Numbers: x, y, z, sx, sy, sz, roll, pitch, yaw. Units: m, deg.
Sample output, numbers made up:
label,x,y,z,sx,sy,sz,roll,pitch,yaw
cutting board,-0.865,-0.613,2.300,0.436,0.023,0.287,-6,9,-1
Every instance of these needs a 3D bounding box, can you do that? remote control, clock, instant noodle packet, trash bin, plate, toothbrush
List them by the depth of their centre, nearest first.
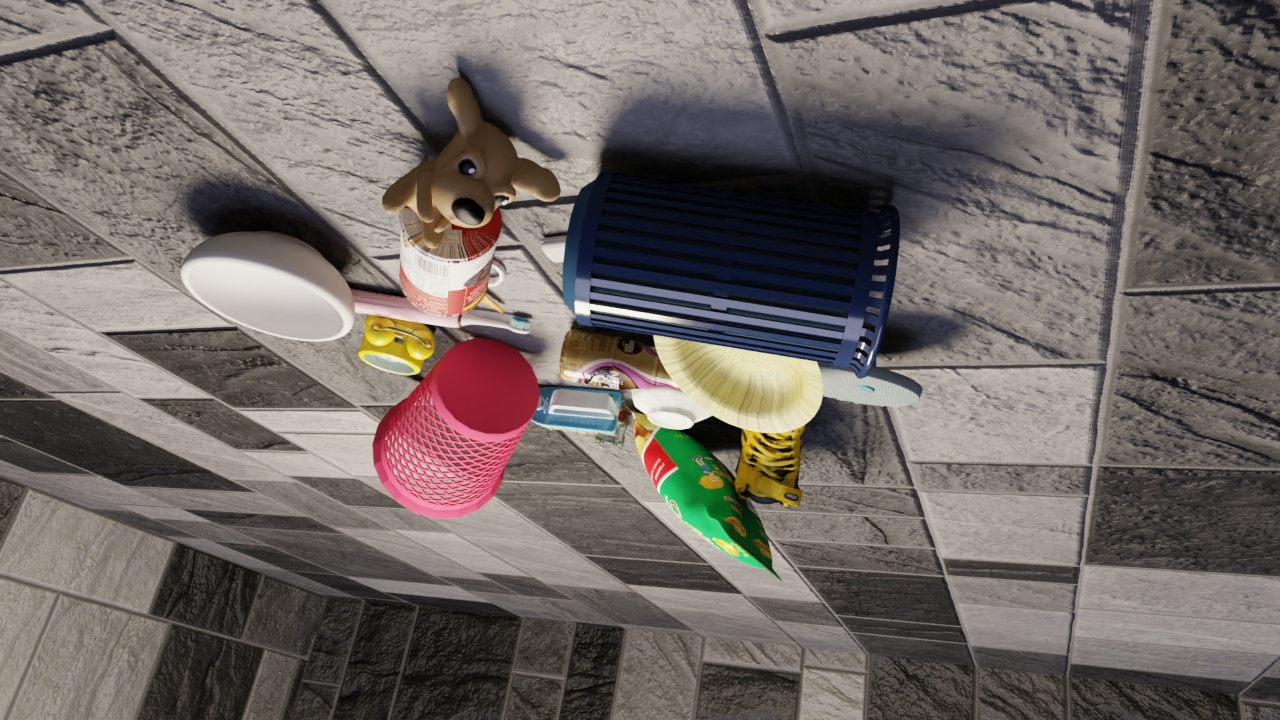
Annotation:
label,x,y,z,sx,sy,sz,roll,pitch,yaw
trash bin,0.069,-0.074,0.749,0.249,0.139,0.139,9,155,6
remote control,-0.031,-0.108,0.860,0.131,0.012,0.033,-2,152,25
plate,0.102,-0.008,0.916,0.184,0.036,0.185,24,141,20
toothbrush,-0.234,-0.054,1.041,0.222,0.027,0.027,9,122,2
clock,-0.288,-0.024,1.085,0.083,0.057,0.119,20,160,-19
instant noodle packet,0.082,0.174,1.215,0.090,0.252,0.195,-42,142,2

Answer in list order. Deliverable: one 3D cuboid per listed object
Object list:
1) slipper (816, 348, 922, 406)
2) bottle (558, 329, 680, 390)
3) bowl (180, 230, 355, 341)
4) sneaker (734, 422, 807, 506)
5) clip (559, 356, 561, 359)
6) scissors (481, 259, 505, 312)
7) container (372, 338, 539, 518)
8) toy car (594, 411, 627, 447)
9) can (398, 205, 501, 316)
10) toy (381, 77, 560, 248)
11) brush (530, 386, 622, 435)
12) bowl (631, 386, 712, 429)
label,x,y,z,sx,sy,sz,roll,pitch,yaw
slipper,0.166,-0.005,0.975,0.269,0.054,0.098,13,160,22
bottle,-0.006,0.006,1.036,0.166,0.059,0.060,10,155,3
bowl,-0.386,-0.089,0.976,0.176,0.066,0.177,9,155,4
sneaker,0.160,0.103,1.107,0.086,0.122,0.239,5,156,7
clip,-0.056,0.005,1.101,0.078,0.023,0.050,-5,150,25
scissors,-0.182,-0.083,0.974,0.128,0.011,0.125,-8,149,35
container,-0.225,0.078,1.167,0.183,0.182,0.226,19,147,-18
toy car,-0.039,0.091,1.261,0.042,0.036,0.091,10,156,2
can,-0.176,-0.103,0.840,0.086,0.086,0.117,14,156,-9
toy,-0.147,-0.145,0.737,0.108,0.105,0.134,-18,141,27
brush,-0.095,0.061,1.193,0.136,0.055,0.075,4,159,14
bowl,0.040,0.045,1.103,0.117,0.061,0.117,9,156,4
